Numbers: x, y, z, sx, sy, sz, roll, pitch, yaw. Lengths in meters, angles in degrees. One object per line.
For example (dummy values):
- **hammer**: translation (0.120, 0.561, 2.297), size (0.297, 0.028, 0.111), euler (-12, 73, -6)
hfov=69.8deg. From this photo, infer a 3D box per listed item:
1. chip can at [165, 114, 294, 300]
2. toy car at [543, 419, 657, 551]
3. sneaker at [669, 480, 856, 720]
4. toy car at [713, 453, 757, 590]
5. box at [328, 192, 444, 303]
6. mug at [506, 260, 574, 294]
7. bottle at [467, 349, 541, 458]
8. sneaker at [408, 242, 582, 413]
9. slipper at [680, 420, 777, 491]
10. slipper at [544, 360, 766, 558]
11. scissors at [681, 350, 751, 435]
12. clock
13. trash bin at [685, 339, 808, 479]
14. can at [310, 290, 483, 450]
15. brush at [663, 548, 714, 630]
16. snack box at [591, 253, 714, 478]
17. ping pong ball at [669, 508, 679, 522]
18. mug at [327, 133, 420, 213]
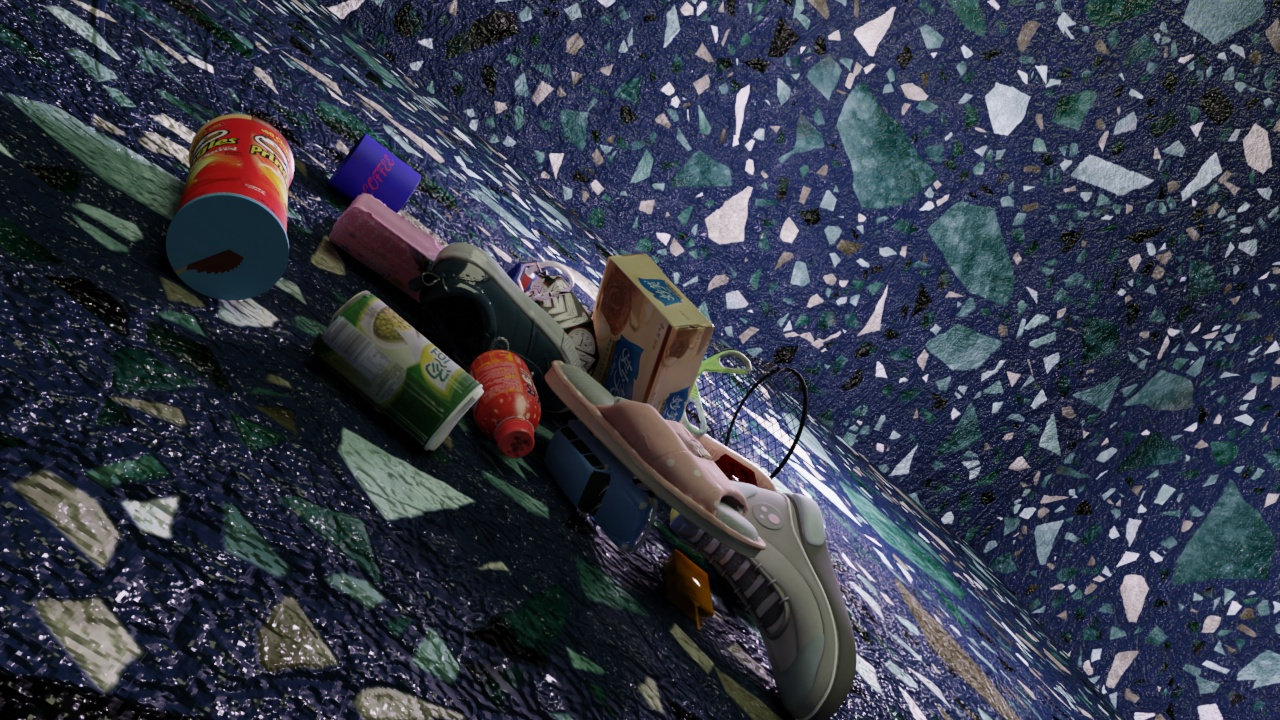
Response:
- **chip can**: translation (-0.326, -0.130, 0.741), size (0.087, 0.087, 0.213), euler (35, 12, -33)
- **toy car**: translation (-0.040, 0.112, 0.851), size (0.054, 0.056, 0.153), euler (8, 24, -38)
- **sneaker**: translation (0.103, 0.209, 0.864), size (0.160, 0.093, 0.256), euler (23, 33, -17)
- **toy car**: translation (0.106, 0.194, 1.032), size (0.070, 0.062, 0.169), euler (34, 34, -34)
- **box**: translation (-0.240, -0.088, 1.022), size (0.230, 0.061, 0.161), euler (37, -18, -23)
- **mug**: translation (-0.140, -0.089, 1.208), size (0.076, 0.112, 0.074), euler (38, 26, -19)
- **bottle**: translation (-0.123, 0.043, 0.841), size (0.062, 0.062, 0.137), euler (36, 12, -28)
- **sneaker**: translation (-0.144, -0.016, 0.945), size (0.235, 0.089, 0.087), euler (51, 39, -29)
- **slipper**: translation (0.085, 0.141, 1.146), size (0.197, 0.093, 0.081), euler (39, 2, -4)
- **slipper**: translation (0.016, 0.078, 0.851), size (0.274, 0.054, 0.114), euler (40, 5, 25)
- **scissors**: translation (0.065, 0.012, 1.136), size (0.171, 0.021, 0.172), euler (0, 71, -22)
- **clock**: translation (-0.099, -0.043, 1.064), size (0.064, 0.115, 0.154), euler (-19, 85, -33)
- **trash bin**: translation (0.084, 0.053, 1.235), size (0.210, 0.184, 0.184), euler (25, 15, -21)
- **can**: translation (-0.188, 0.009, 0.715), size (0.121, 0.067, 0.067), euler (40, 10, -3)
- **brush**: translation (0.045, 0.217, 0.843), size (0.048, 0.017, 0.126), euler (40, 10, -8)
- **snack box**: translation (-0.006, 0.006, 1.039), size (0.055, 0.208, 0.153), euler (-4, 37, -33)
- **ping pong ball**: translation (0.052, 0.172, 1.008), size (0.040, 0.040, 0.040), euler (40, 10, -9)
- **mug**: translation (-0.343, -0.228, 1.172), size (0.083, 0.079, 0.111), euler (37, -17, -25)
